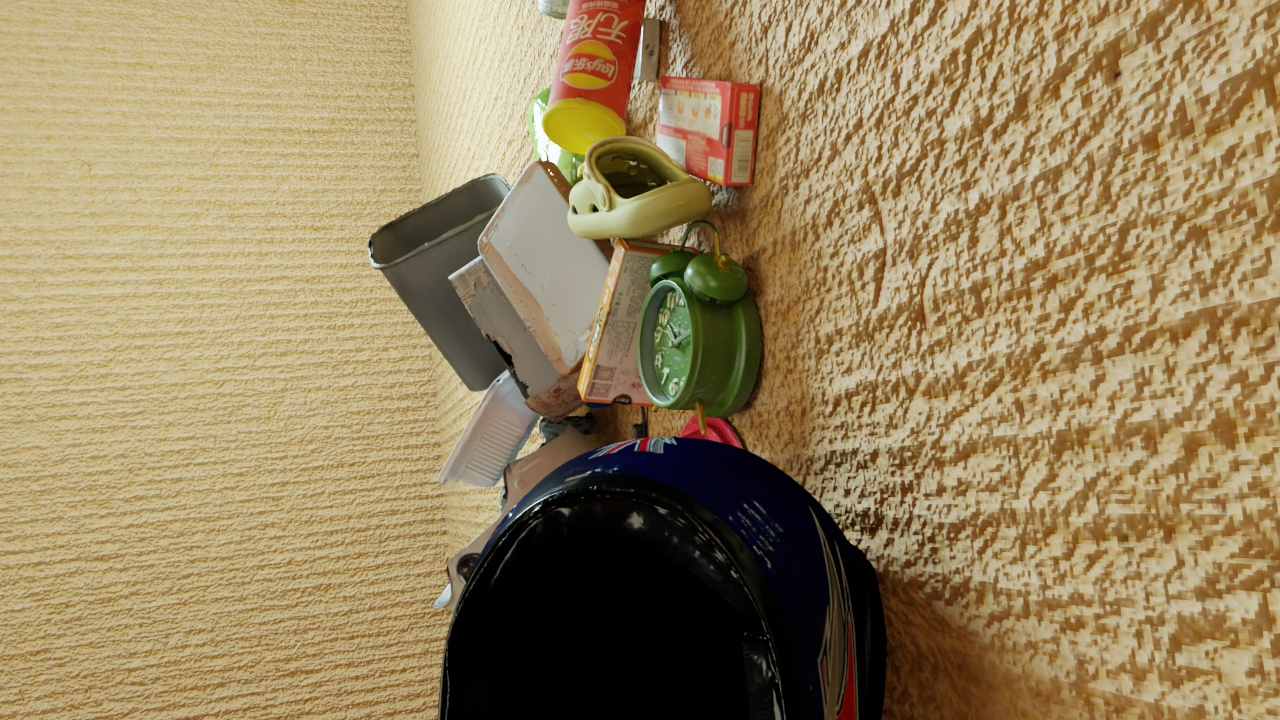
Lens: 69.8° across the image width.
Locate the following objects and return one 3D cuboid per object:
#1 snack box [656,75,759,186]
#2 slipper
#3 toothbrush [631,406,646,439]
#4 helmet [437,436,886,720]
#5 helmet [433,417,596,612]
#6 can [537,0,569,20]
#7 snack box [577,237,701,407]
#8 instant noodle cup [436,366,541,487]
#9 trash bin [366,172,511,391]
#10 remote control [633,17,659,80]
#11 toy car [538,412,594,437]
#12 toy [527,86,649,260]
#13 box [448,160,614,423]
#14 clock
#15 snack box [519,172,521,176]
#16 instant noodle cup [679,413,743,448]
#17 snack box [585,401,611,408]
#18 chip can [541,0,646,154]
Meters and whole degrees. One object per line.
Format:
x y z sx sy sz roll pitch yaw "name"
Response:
0.050 -0.187 0.738 0.153 0.025 0.075 -136 46 -64 "snack box"
-0.006 -0.146 0.755 0.191 0.091 0.081 25 132 66 "slipper"
-0.006 0.005 0.928 0.014 0.016 0.190 -138 42 -65 "toothbrush"
0.023 0.205 0.547 0.240 0.248 0.315 25 -118 -66 "helmet"
-0.112 0.202 1.043 0.259 0.146 0.229 -59 1 9 "helmet"
-0.079 -0.461 1.021 0.147 0.058 0.058 105 154 -42 "can"
-0.001 -0.030 0.807 0.026 0.075 0.154 -119 40 -54 "snack box"
-0.158 0.077 1.058 0.138 0.060 0.173 -59 2 13 "instant noodle cup"
-0.219 -0.099 1.212 0.220 0.198 0.199 65 174 -27 "trash bin"
-0.012 -0.312 0.907 0.135 0.019 0.056 -132 42 -62 "remote control"
-0.095 0.087 1.169 0.121 0.054 0.036 160 108 -71 "toy car"
-0.064 -0.207 0.972 0.228 0.089 0.246 107 148 -43 "toy"
-0.103 -0.056 0.942 0.179 0.130 0.273 57 154 15 "box"
0.044 -0.029 0.723 0.116 0.056 0.161 -161 74 -64 "clock"
-0.107 -0.173 1.156 0.207 0.057 0.058 -118 28 -50 "snack box"
0.036 0.141 0.777 0.194 0.065 0.194 176 90 -72 "instant noodle cup"
-0.071 0.006 1.125 0.157 0.026 0.084 -164 73 -70 "snack box"
-0.032 -0.291 0.805 0.073 0.073 0.216 138 144 -67 "chip can"
